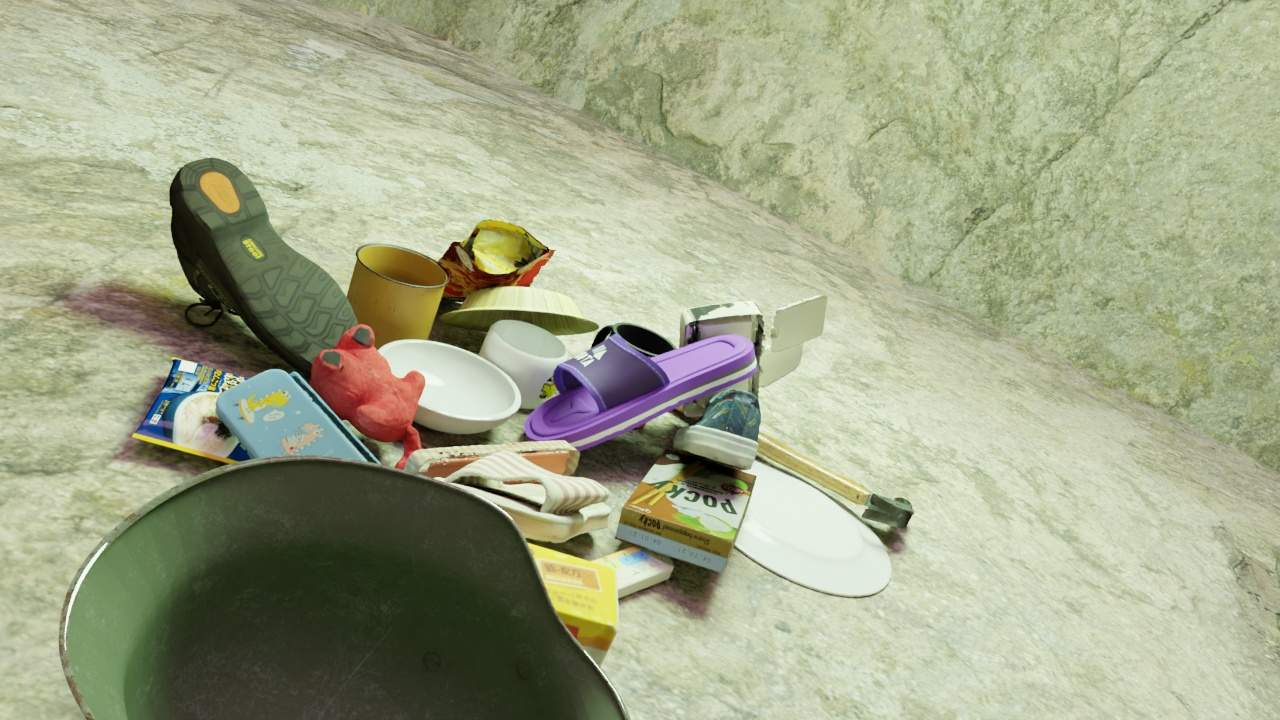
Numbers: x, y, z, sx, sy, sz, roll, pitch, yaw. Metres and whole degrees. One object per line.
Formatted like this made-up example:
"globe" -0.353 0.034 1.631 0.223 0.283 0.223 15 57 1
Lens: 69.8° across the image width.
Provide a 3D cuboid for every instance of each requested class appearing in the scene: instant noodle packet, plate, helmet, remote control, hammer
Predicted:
"instant noodle packet" -0.355 0.041 0.757 0.087 0.026 0.134 20 20 -22
"plate" 0.169 0.171 1.014 0.242 0.016 0.242 21 21 -9
"helmet" -0.138 0.187 0.454 0.268 0.154 0.226 24 27 6
"remote control" -0.021 0.184 0.782 0.038 0.018 0.125 38 27 32
"hammer" 0.172 0.114 1.113 0.331 0.033 0.132 27 6 18
"plate" -0.140 -0.061 1.074 0.184 0.036 0.184 2 -7 0

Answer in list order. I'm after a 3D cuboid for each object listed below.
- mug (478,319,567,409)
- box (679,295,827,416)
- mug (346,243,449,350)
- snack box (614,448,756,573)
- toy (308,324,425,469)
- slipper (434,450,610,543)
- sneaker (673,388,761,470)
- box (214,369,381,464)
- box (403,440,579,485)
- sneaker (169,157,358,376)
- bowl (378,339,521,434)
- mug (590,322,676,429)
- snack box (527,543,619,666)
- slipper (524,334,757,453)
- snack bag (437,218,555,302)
"mug" -0.130 0.003 1.029 0.094 0.068 0.115 29 21 12
"box" 0.131 -0.011 1.094 0.187 0.145 0.058 -11 39 -15
"mug" -0.267 -0.066 1.012 0.100 0.094 0.123 27 23 10
"snack box" 0.050 0.140 0.890 0.101 0.032 0.185 16 14 10
"toy" -0.243 0.045 0.823 0.133 0.094 0.087 53 37 0
"slipper" -0.081 0.106 0.727 0.115 0.052 0.263 14 -5 14
"sneaker" 0.087 0.069 0.985 0.087 0.079 0.235 17 -4 2
"box" -0.244 0.092 0.715 0.085 0.073 0.209 -29 54 -34
"box" -0.137 0.095 0.823 0.071 0.056 0.186 -1 -1 42
"sneaker" -0.390 -0.065 0.904 0.238 0.143 0.100 55 44 -7
"bowl" -0.197 0.034 0.917 0.149 0.043 0.149 20 22 -9
"mug" -0.022 0.008 1.088 0.081 0.098 0.118 4 29 -41
"snack box" -0.138 0.159 0.585 0.230 0.110 0.061 19 23 -12
"slipper" -0.006 0.006 0.961 0.266 0.084 0.107 -20 23 -18
"snack bag" -0.189 -0.105 1.111 0.138 0.066 0.208 5 -14 -23
